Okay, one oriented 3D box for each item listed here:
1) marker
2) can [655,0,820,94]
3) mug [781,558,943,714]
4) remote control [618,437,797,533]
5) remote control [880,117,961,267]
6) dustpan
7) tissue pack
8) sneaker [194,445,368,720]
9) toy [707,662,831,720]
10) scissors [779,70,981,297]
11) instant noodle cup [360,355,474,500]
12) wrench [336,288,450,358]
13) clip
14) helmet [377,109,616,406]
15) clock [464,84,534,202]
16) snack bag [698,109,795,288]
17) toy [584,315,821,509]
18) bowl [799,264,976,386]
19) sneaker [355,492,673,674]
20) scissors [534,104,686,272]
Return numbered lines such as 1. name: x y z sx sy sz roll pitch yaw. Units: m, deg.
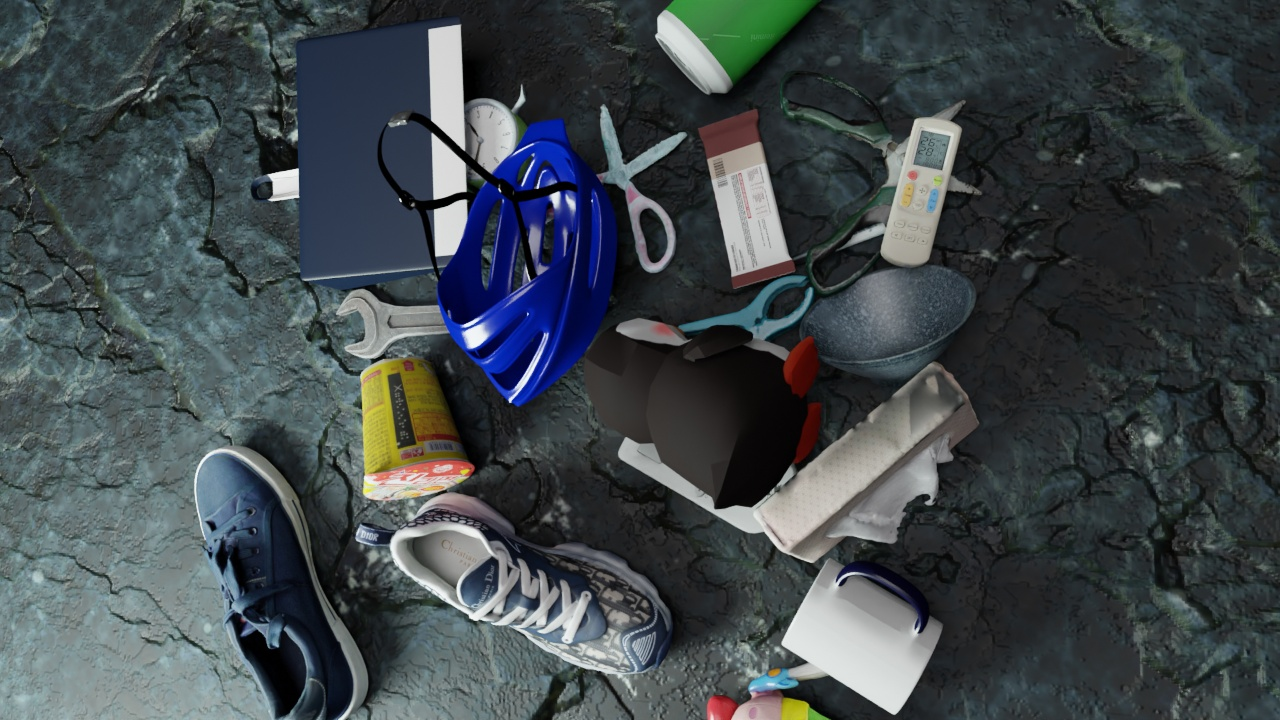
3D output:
1. marker: 0.186 -0.105 0.778 0.152 0.011 0.011 -20 79 15
2. can: 0.087 -0.304 0.789 0.140 0.087 0.088 -43 74 9
3. mug: 0.175 0.200 0.703 0.097 0.078 0.112 29 131 18
4. remote control: 0.059 0.087 0.792 0.151 0.019 0.074 28 93 18
5. remote control: 0.227 -0.136 0.742 0.038 0.018 0.125 15 83 11
6. dustpan: -0.285 -0.191 0.906 0.273 0.080 0.236 -4 85 13
7. tissue pack: 0.185 0.091 0.715 0.181 0.104 0.071 -43 59 6
8. sneaker: -0.362 0.208 0.857 0.121 0.127 0.294 -34 74 12
9. toy: 0.123 0.307 0.733 0.132 0.097 0.124 -18 40 22
10. scissors: 0.176 -0.166 0.777 0.201 0.015 0.205 -46 70 0
11. instant noodle cup: -0.214 0.061 0.848 0.100 0.100 0.112 -23 68 14
12. wrench: -0.173 -0.040 0.882 0.274 0.010 0.070 -2 84 17
13. clip: 0.097 -0.037 0.792 0.116 0.026 0.097 -39 77 10
14. helmet: -0.122 -0.096 0.751 0.148 0.227 0.241 4 77 41
15. clock: -0.152 -0.202 0.876 0.119 0.042 0.094 -12 80 15
16. snack bag: 0.092 -0.143 0.803 0.057 0.013 0.157 -16 73 17
17. toy: 0.029 0.035 0.724 0.184 0.159 0.139 22 53 31
18. bowl: 0.201 -0.017 0.730 0.137 0.136 0.057 -17 119 15
19. sneaker: -0.106 0.193 0.774 0.269 0.132 0.103 22 89 17
20. scissors: -0.024 -0.151 0.847 0.171 0.013 0.177 -29 75 10
